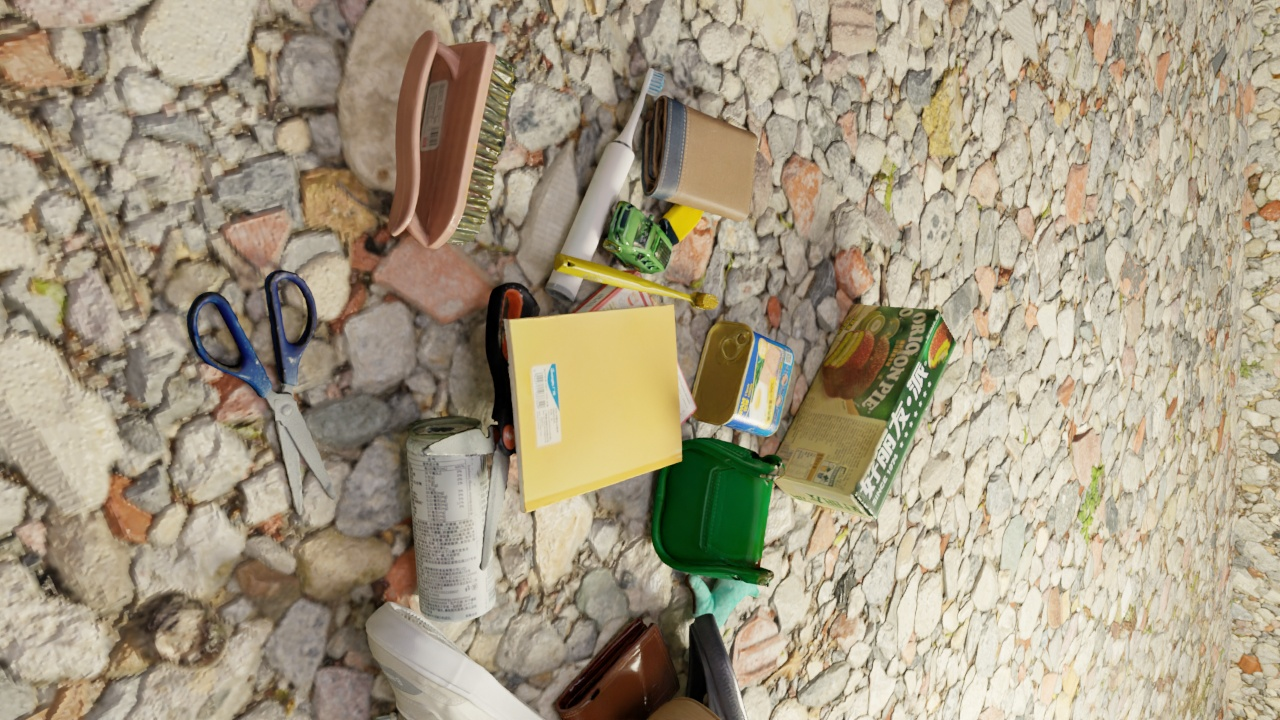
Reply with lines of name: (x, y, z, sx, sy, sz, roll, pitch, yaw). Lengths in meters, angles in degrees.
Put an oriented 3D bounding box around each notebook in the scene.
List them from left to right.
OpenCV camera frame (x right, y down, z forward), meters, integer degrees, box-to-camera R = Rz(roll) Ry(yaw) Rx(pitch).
notebook: (-0.029, 0.030, 0.748, 0.205, 0.010, 0.146, -11, 99, -52)

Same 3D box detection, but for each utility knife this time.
utility knife: (0.060, -0.161, 0.867, 0.153, 0.015, 0.033, -51, 133, -26)

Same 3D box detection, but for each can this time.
can: (-0.142, 0.119, 0.689, 0.058, 0.058, 0.147, -12, 105, -42)
can: (0.103, 0.021, 0.911, 0.083, 0.057, 0.102, 20, 83, -46)

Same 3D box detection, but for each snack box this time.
snack box: (-0.005, 0.005, 0.823, 0.076, 0.027, 0.156, -43, 124, -31)
snack box: (0.246, 0.050, 1.011, 0.063, 0.115, 0.239, 47, 65, -37)

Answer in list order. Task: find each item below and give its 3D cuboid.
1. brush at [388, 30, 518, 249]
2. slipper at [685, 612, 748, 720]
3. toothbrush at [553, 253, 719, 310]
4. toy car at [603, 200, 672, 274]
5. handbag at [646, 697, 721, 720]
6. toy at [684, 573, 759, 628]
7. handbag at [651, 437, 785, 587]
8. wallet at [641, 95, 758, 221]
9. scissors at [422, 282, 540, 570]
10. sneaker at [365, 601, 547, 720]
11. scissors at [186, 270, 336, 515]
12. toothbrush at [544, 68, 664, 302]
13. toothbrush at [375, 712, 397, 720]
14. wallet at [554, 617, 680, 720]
brush: (-0.138, -0.151, 0.646, 0.073, 0.063, 0.145, 11, 91, -48)
slipper: (0.071, 0.371, 0.923, 0.083, 0.110, 0.268, -17, 117, -3)
toothbrush: (0.002, -0.065, 0.788, 0.189, 0.017, 0.015, 11, 87, -45)
toy car: (-0.001, -0.104, 0.792, 0.091, 0.036, 0.043, 32, 76, -63)
handbag: (0.038, 0.420, 0.833, 0.099, 0.148, 0.205, -23, 128, -51)
toy: (0.082, 0.240, 0.946, 0.091, 0.030, 0.096, -48, 120, -30)
handbag: (0.076, 0.140, 0.861, 0.067, 0.120, 0.131, 7, 90, -50)
wallet: (0.055, -0.180, 0.831, 0.115, 0.033, 0.090, 9, 85, -36)
scissors: (-0.094, 0.045, 0.696, 0.234, 0.022, 0.220, 24, 60, -65)
sneaker: (-0.146, 0.272, 0.698, 0.090, 0.090, 0.242, -50, 134, -21)
scissors: (-0.247, 0.025, 0.606, 0.140, 0.012, 0.171, 14, 88, -46)
toothbrush: (-0.027, -0.153, 0.777, 0.026, 0.027, 0.220, 23, 78, -5)
toothbrush: (-0.182, 0.376, 0.716, 0.027, 0.026, 0.224, -8, 103, -20)
wallet: (-0.017, 0.318, 0.863, 0.124, 0.032, 0.101, -40, 125, -31)
